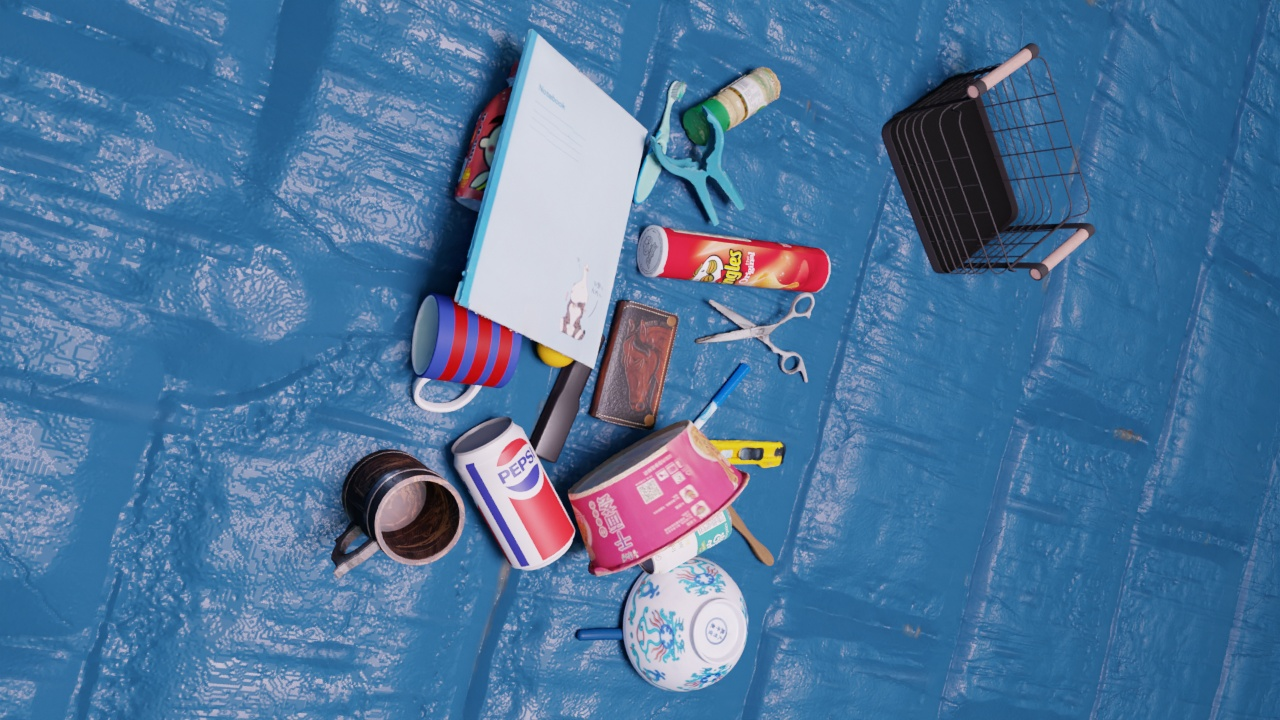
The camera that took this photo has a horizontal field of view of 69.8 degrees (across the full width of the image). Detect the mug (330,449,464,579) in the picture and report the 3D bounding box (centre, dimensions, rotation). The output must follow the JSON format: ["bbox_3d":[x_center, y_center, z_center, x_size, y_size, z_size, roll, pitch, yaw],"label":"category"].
[{"bbox_3d":[-0.216,0.134,0.776,0.115,0.107,0.080,-36,111,-22],"label":"mug"}]

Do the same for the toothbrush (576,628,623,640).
[{"bbox_3d":[0.008,0.289,0.972,0.167,0.014,0.014,9,85,-29],"label":"toothbrush"}]

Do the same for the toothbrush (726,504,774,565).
[{"bbox_3d":[0.098,0.169,1.011,0.016,0.016,0.167,-46,113,-19],"label":"toothbrush"}]

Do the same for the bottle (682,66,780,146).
[{"bbox_3d":[0.095,-0.264,0.951,0.110,0.043,0.043,-37,111,-23],"label":"bottle"}]

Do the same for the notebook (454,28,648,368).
[{"bbox_3d":[-0.071,-0.139,0.830,0.181,0.009,0.253,27,71,-50],"label":"notebook"}]

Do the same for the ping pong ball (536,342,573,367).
[{"bbox_3d":[-0.079,-0.013,0.877,0.040,0.040,0.040,-3,96,-29],"label":"ping pong ball"}]

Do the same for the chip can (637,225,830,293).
[{"bbox_3d":[0.102,-0.104,0.964,0.214,0.052,0.052,3,93,-30],"label":"chip can"}]

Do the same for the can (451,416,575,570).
[{"bbox_3d":[-0.117,0.124,0.853,0.070,0.070,0.132,-33,110,-23],"label":"can"}]

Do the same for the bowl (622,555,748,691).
[{"bbox_3d":[0.062,0.276,0.952,0.143,0.074,0.144,4,83,-30],"label":"bowl"}]

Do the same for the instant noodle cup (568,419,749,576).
[{"bbox_3d":[0.007,0.122,0.876,0.178,0.179,0.077,-33,93,-23],"label":"instant noodle cup"}]

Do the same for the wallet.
[{"bbox_3d":[-0.005,0.005,0.933,0.072,0.019,0.123,15,88,-34],"label":"wallet"}]

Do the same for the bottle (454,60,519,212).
[{"bbox_3d":[-0.118,-0.200,0.825,0.062,0.062,0.137,18,86,-30],"label":"bottle"}]

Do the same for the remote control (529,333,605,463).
[{"bbox_3d":[-0.070,0.033,0.901,0.032,0.015,0.136,27,82,-29],"label":"remote control"}]

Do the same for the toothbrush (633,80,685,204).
[{"bbox_3d":[0.019,-0.220,0.926,0.022,0.017,0.135,22,84,-37],"label":"toothbrush"}]

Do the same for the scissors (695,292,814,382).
[{"bbox_3d":[0.134,-0.021,1.007,0.141,0.014,0.162,-28,123,-7],"label":"scissors"}]

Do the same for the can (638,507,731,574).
[{"bbox_3d":[0.043,0.180,0.957,0.101,0.055,0.055,-24,106,-26],"label":"can"}]

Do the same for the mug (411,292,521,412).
[{"bbox_3d":[-0.162,-0.001,0.822,0.076,0.075,0.112,9,116,-30],"label":"mug"}]

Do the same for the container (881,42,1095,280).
[{"bbox_3d":[0.416,-0.226,1.083,0.162,0.130,0.241,-36,111,-22],"label":"container"}]

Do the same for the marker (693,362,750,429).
[{"bbox_3d":[0.071,0.056,0.986,0.141,0.013,0.013,-48,115,-17],"label":"marker"}]

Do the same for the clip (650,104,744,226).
[{"bbox_3d":[0.045,-0.188,0.924,0.121,0.031,0.130,-15,130,-8],"label":"clip"}]

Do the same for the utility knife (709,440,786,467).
[{"bbox_3d":[0.098,0.102,0.999,0.164,0.017,0.030,4,88,-32],"label":"utility knife"}]
